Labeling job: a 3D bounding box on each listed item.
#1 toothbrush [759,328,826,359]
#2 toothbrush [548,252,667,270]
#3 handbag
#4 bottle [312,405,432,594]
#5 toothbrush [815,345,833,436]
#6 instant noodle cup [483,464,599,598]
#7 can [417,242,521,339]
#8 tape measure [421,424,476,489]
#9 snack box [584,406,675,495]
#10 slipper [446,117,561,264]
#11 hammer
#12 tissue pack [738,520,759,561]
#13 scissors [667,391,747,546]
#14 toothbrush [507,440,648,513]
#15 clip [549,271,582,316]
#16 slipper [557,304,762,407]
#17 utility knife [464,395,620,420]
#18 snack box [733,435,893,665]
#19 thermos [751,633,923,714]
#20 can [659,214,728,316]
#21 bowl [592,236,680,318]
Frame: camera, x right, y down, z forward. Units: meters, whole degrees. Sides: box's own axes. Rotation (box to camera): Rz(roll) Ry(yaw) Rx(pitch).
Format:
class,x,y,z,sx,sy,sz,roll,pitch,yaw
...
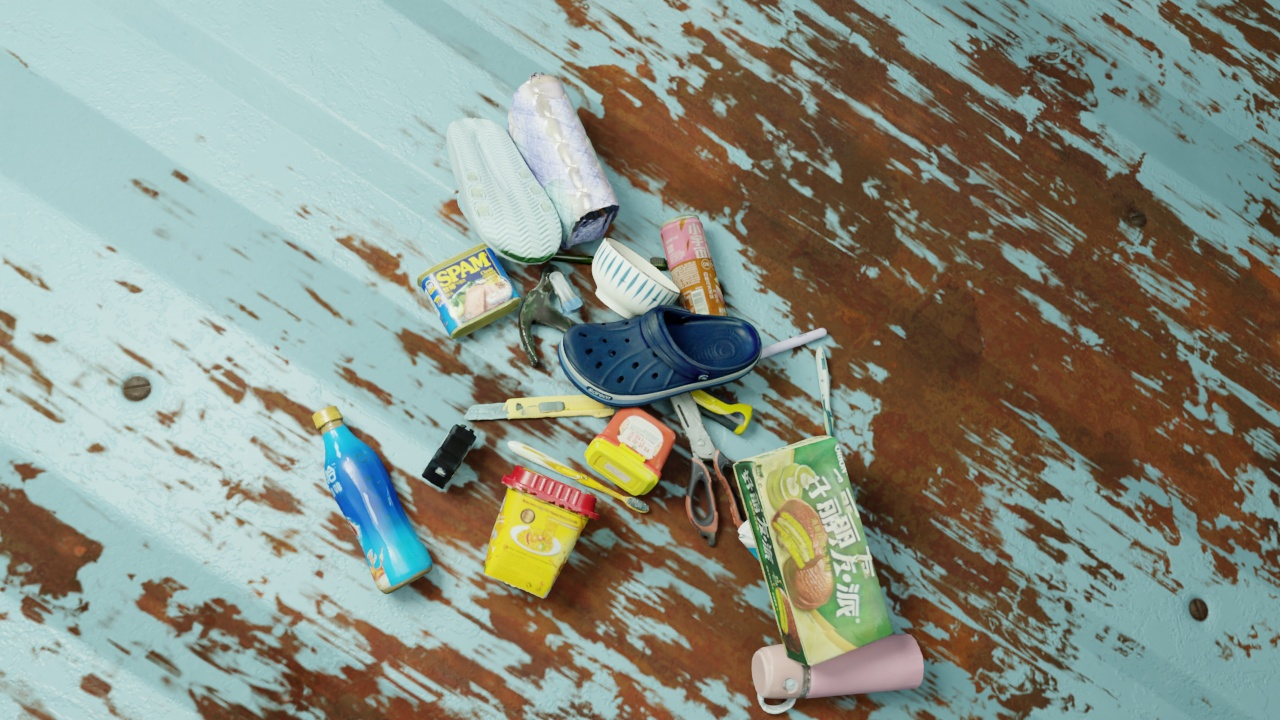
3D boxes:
class,x,y,z,sx,sy,sz,roll,pitch,yaw
toothbrush,0.168,-0.015,1.202,0.188,0.029,0.021,-16,124,-24
toothbrush,-0.056,-0.133,1.197,0.185,0.012,0.017,4,68,-12
handbag,-0.097,-0.246,1.153,0.075,0.134,0.194,-23,82,-17
bottle,-0.308,0.152,1.033,0.065,0.065,0.218,-26,82,-18
toothbrush,0.250,0.073,1.209,0.018,0.016,0.191,2,75,-23
instant noodle cup,-0.120,0.195,1.047,0.116,0.116,0.123,24,82,-6
can,-0.208,-0.085,1.126,0.102,0.057,0.083,-29,85,-19
tape measure,-0.223,0.114,1.063,0.033,0.066,0.065,34,43,-6
snack box,-0.009,0.105,1.108,0.091,0.082,0.080,34,61,-1
slipper,-0.183,-0.208,1.149,0.103,0.074,0.245,-11,58,-27
hammer,-0.007,0.007,1.160,0.323,0.032,0.126,29,71,-4
tissue pack,0.192,0.230,1.123,0.089,0.063,0.140,-42,94,-18
scissors,0.070,0.124,1.136,0.205,0.015,0.197,27,80,-11
toothbrush,-0.075,0.141,1.114,0.191,0.018,0.016,27,69,-5
clip,-0.096,-0.084,1.138,0.026,0.041,0.058,-26,81,-17
slipper,0.030,-0.013,1.097,0.252,0.095,0.105,-4,57,-14
utility knife,-0.117,0.060,1.132,0.198,0.021,0.031,-4,70,-9
snack box,0.197,0.216,1.058,0.114,0.063,0.240,-14,86,-19
thermos,0.234,0.377,1.100,0.198,0.067,0.087,-2,105,-14
can,0.069,-0.113,1.195,0.058,0.058,0.147,-11,78,-16
bowl,-0.015,-0.094,1.147,0.116,0.116,0.066,37,102,-1
